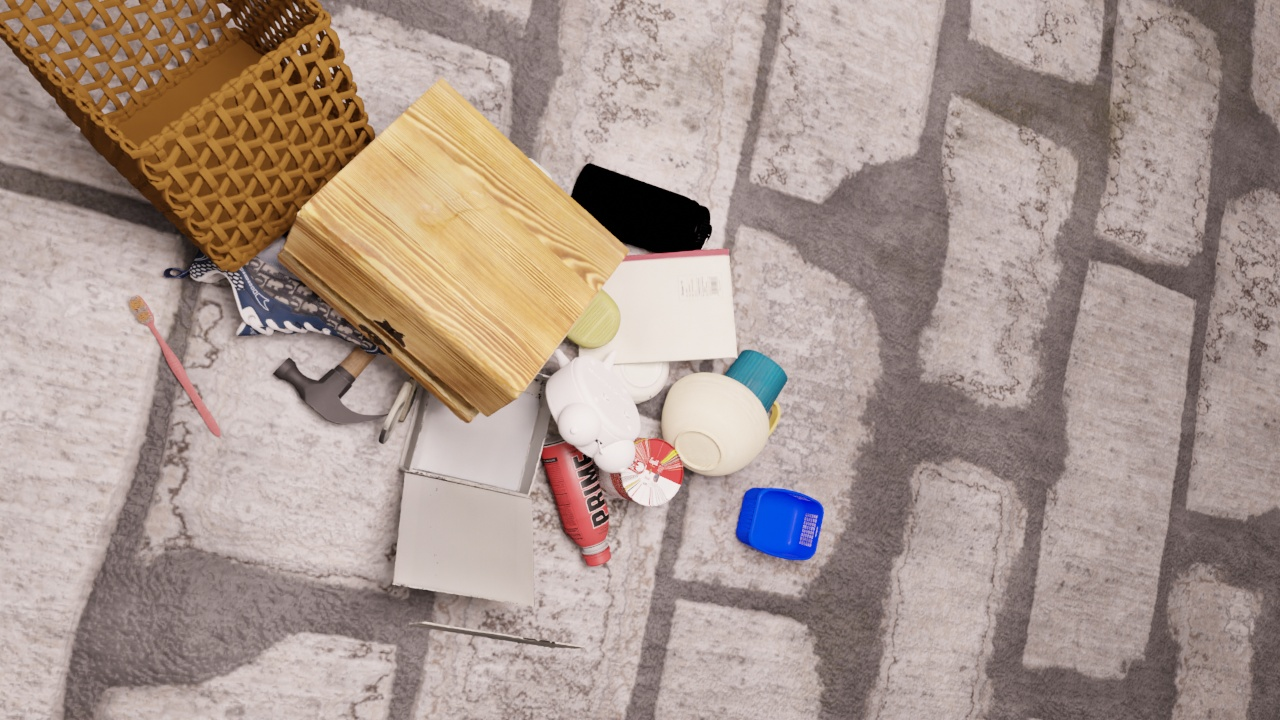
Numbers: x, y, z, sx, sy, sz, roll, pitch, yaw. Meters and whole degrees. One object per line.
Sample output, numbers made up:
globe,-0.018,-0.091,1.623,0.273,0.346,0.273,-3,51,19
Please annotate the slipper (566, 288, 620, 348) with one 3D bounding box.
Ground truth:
slipper,-0.104,-0.092,1.192,0.190,0.081,0.092,39,98,3

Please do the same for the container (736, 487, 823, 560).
container,0.198,0.233,1.325,0.114,0.058,0.096,17,82,-21

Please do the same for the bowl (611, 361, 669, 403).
bowl,-0.007,0.007,1.250,0.104,0.054,0.105,1,89,-24

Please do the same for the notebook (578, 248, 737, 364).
notebook,0.019,-0.071,1.222,0.209,0.012,0.153,-3,78,2

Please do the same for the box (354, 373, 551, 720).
box,-0.212,0.212,1.092,0.166,0.119,0.477,15,60,-21

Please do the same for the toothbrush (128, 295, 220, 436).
toothbrush,-0.532,0.008,1.051,0.015,0.016,0.184,-30,101,-14

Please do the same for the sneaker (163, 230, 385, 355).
sneaker,-0.407,-0.070,1.061,0.269,0.103,0.132,35,88,-5

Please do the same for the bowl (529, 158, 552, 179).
bowl,-0.159,-0.213,1.190,0.117,0.061,0.117,1,89,-22

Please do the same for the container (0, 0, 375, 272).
container,-0.449,-0.279,0.936,0.251,0.214,0.219,40,71,14

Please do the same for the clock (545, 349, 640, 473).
clock,-0.052,0.055,1.136,0.073,0.160,0.125,-35,124,19

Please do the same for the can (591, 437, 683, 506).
can,-0.007,0.143,1.211,0.086,0.117,0.086,1,88,-23

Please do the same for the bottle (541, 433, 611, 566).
bottle,-0.080,0.184,1.209,0.062,0.062,0.176,-19,96,-22

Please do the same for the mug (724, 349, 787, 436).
mug,0.157,0.058,1.306,0.113,0.083,0.107,46,68,-28

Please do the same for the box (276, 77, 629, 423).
box,-0.196,-0.118,0.994,0.279,0.168,0.244,41,62,-11

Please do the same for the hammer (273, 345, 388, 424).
hammer,-0.295,-0.052,1.143,0.132,0.040,0.304,43,73,-12

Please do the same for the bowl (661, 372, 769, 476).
bowl,0.090,0.098,1.226,0.151,0.151,0.075,52,39,-13

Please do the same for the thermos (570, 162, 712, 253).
thermos,0.009,-0.195,1.245,0.198,0.086,0.086,15,82,-22

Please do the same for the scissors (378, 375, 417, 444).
scissors,-0.274,0.025,1.097,0.012,0.154,0.163,23,76,-3
